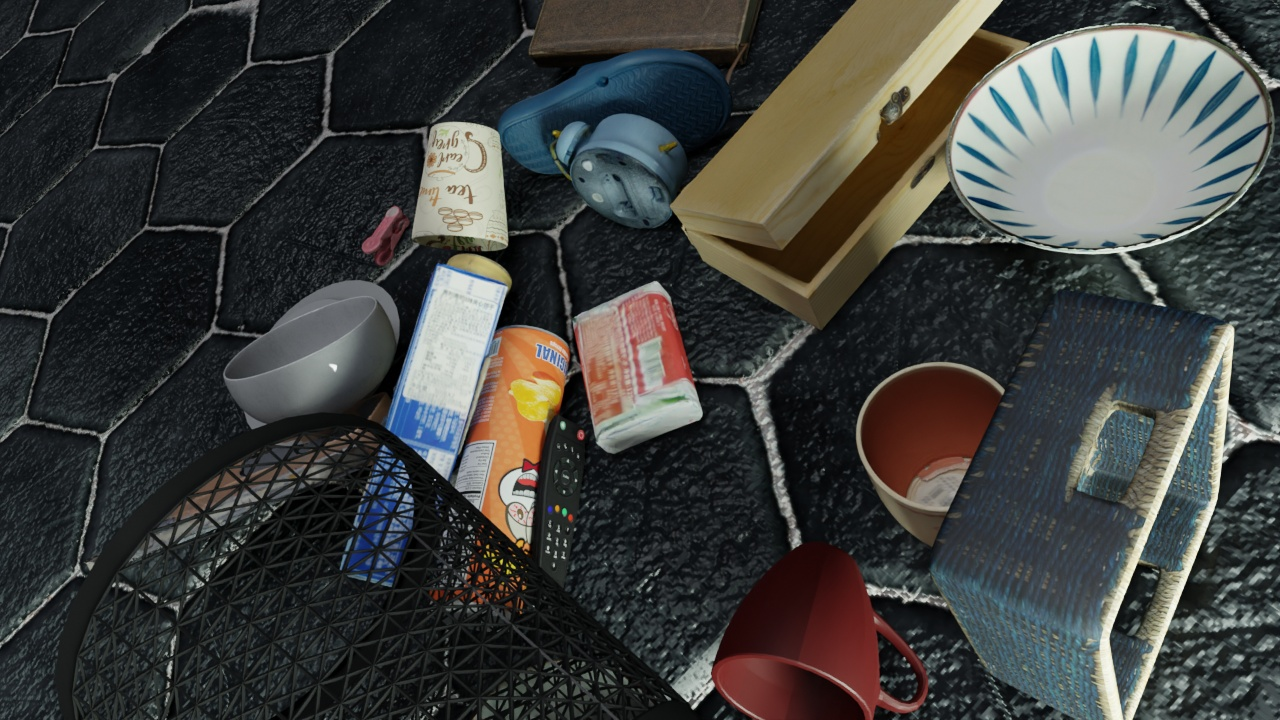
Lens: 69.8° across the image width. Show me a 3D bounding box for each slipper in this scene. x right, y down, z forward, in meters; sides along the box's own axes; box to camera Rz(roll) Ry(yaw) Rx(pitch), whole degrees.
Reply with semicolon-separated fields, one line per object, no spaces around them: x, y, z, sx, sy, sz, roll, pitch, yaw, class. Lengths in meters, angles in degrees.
-0.027;-0.214;0.778;0.214;0.104;0.059;-8;55;27;slipper

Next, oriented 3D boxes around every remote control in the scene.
-0.058;0.102;0.639;0.010;0.039;0.124;-10;62;33;remote control

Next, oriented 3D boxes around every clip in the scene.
-0.243;-0.122;0.868;0.022;0.038;0.058;8;61;33;clip

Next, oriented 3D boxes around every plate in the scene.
-0.298;-0.006;0.834;0.173;0.019;0.172;-13;56;19;plate

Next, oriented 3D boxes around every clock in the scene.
-0.019;-0.155;0.744;0.125;0.089;0.051;10;62;28;clock

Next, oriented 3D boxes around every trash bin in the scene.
-0.111;0.175;0.449;0.243;0.217;0.216;27;75;29;trash bin

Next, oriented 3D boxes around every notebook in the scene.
0.007;-0.321;0.852;0.216;0.034;0.189;6;68;22;notebook

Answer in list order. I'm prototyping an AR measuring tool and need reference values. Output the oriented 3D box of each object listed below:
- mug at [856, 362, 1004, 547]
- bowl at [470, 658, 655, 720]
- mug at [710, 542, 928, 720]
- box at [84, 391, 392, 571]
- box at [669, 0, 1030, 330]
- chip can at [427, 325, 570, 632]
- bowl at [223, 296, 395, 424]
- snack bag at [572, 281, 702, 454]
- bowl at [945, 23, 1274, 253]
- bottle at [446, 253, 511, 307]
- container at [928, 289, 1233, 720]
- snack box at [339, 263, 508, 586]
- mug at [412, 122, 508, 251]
0.183;0.053;0.507;0.111;0.104;0.085;-33;52;3;mug
-0.037;0.251;0.524;0.151;0.057;0.150;-12;56;19;bowl
0.106;0.153;0.510;0.114;0.087;0.088;22;50;6;mug
-0.302;0.096;0.709;0.217;0.058;0.153;-22;17;12;box
0.144;-0.170;0.656;0.248;0.123;0.140;-47;56;-8;box
-0.098;0.080;0.655;0.062;0.062;0.210;-5;59;24;chip can
-0.258;0.007;0.740;0.132;0.064;0.131;-18;24;8;bowl
-0.004;0.004;0.672;0.077;0.036;0.115;-23;54;13;snack bag
0.291;-0.123;0.582;0.177;0.071;0.177;-12;57;19;bowl
-0.153;-0.006;0.739;0.057;0.056;0.161;2;62;27;bottle
0.208;0.077;0.427;0.071;0.187;0.145;19;71;37;container
-0.155;0.046;0.660;0.059;0.059;0.226;180;106;-76;snack box
-0.158;-0.148;0.809;0.081;0.122;0.097;3;88;-15;mug
